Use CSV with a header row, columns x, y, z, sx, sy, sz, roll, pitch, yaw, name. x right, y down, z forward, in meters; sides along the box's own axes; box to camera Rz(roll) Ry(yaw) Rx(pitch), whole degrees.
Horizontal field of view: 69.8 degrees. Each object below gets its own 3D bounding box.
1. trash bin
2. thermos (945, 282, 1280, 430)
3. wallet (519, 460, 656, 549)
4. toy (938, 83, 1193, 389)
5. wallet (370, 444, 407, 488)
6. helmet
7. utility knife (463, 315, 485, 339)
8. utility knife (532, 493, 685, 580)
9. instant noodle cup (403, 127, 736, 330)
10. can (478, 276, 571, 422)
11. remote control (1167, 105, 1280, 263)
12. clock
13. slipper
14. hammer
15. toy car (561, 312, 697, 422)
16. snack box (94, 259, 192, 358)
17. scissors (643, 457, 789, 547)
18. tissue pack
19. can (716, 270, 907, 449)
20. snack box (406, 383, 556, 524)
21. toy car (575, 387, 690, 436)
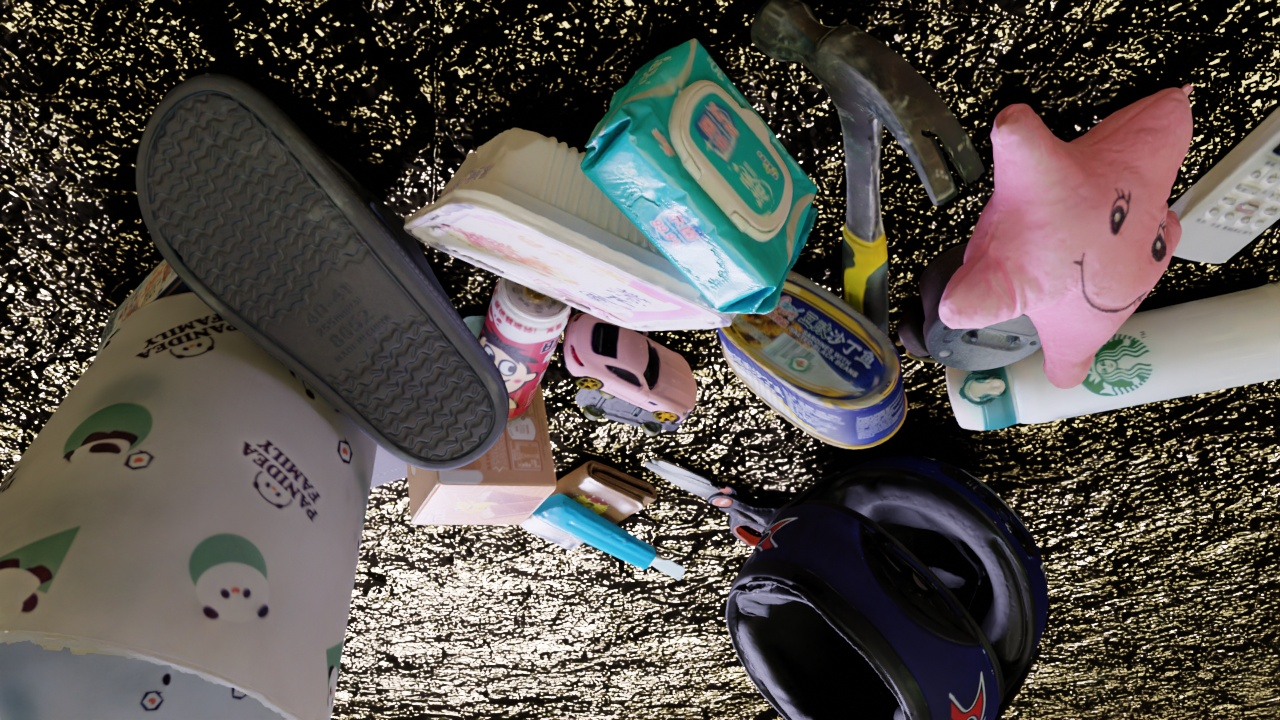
x,y,z,sx,sy,sz,roll,pitch,yaw,name
-0.272,0.108,0.554,0.229,0.251,0.230,1,136,1,trash bin
0.337,0.003,0.658,0.225,0.073,0.073,-13,142,18,thermos
-0.053,0.140,0.883,0.090,0.033,0.116,28,132,-32,wallet
0.246,-0.080,0.513,0.194,0.074,0.179,23,102,-37,toy
-0.244,0.073,0.730,0.096,0.020,0.122,-14,147,18,wallet
0.219,0.197,0.777,0.239,0.247,0.316,-38,158,-21,helmet
-0.163,0.024,0.737,0.029,0.013,0.224,15,144,-22,utility knife
-0.022,0.176,0.885,0.034,0.018,0.194,-41,126,20,utility knife
-0.036,-0.074,0.530,0.173,0.060,0.138,21,171,-27,instant noodle cup
-0.089,-0.011,0.655,0.053,0.053,0.133,11,143,-15,can
0.374,-0.112,0.540,0.058,0.021,0.150,10,144,-13,remote control
0.226,-0.030,0.626,0.082,0.055,0.122,9,144,-12,clock
-0.184,-0.047,0.558,0.111,0.083,0.268,-36,109,8,slipper
0.136,-0.064,0.556,0.032,0.126,0.323,-40,149,-10,hammer
-0.004,0.004,0.675,0.122,0.056,0.037,25,144,-31,toy car
-0.262,-0.013,0.661,0.183,0.045,0.178,-29,135,34,snack box
0.077,0.145,0.896,0.234,0.021,0.143,14,142,-19,scissors
0.037,-0.093,0.479,0.133,0.093,0.050,44,139,-22,tissue pack
0.107,-0.005,0.597,0.074,0.148,0.049,-39,141,-12,can
-0.129,0.072,0.723,0.094,0.092,0.077,5,147,-29,snack box
-0.007,0.031,0.728,0.090,0.035,0.042,14,140,-18,toy car
